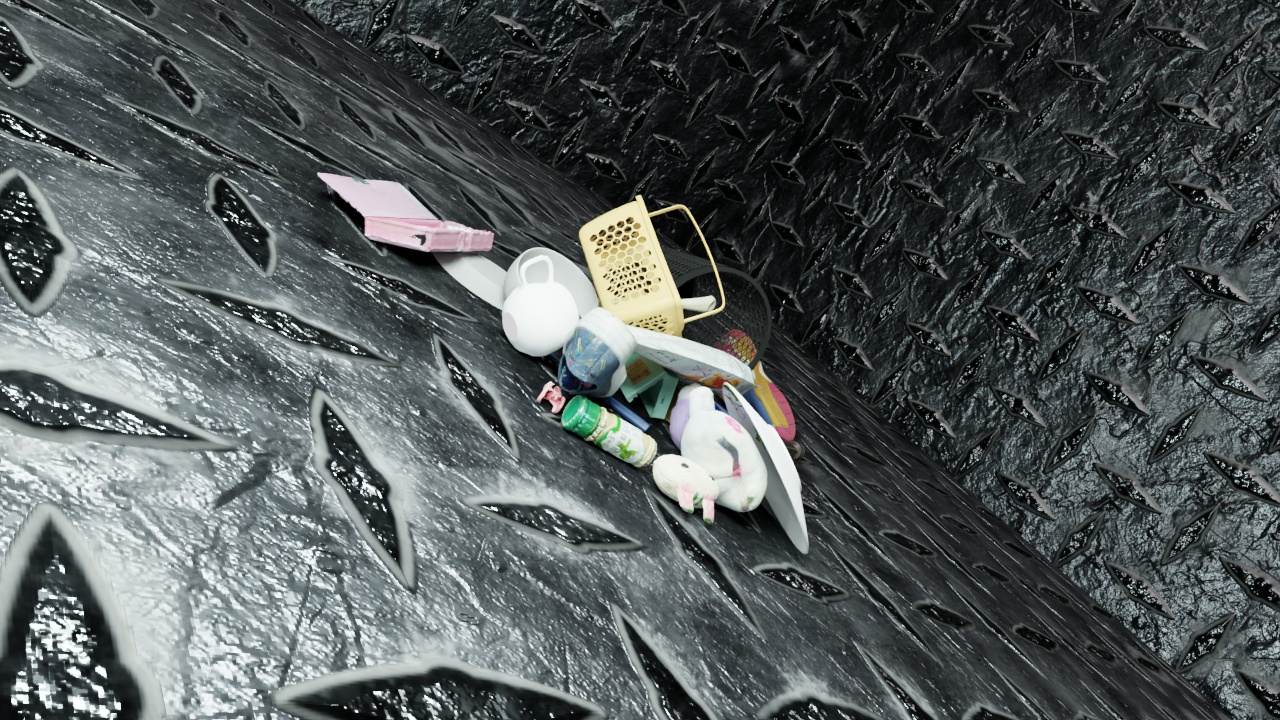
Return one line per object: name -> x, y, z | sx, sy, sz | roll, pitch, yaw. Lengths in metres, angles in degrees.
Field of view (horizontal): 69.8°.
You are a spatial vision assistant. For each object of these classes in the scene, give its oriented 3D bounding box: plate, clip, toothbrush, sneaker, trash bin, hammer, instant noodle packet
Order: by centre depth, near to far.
clip -> -0.103, 0.037, 1.020 | 0.035, 0.022, 0.057 | 32, 7, -11
sneaker -> -0.065, 0.008, 1.041 | 0.087, 0.079, 0.236 | 41, -15, 2
plate -> 0.164, 0.126, 1.128 | 0.229, 0.030, 0.229 | 154, -88, -87
toothbrush -> -0.064, 0.027, 1.172 | 0.190, 0.017, 0.016 | 38, 14, 7
instant noodle packet -> 0.039, -0.007, 1.185 | 0.147, 0.057, 0.268 | 23, 3, 42
plate -> -0.213, -0.117, 1.296 | 0.173, 0.019, 0.172 | 35, 12, -9
trash bin -> 0.068, -0.086, 1.565 | 0.217, 0.217, 0.243 | 30, 7, -30
hammer -> 0.149, 0.061, 1.627 | 0.120, 0.033, 0.330 | 19, 20, -52
sneaker -> 0.206, 0.060, 1.711 | 0.116, 0.091, 0.241 | 12, 46, -51

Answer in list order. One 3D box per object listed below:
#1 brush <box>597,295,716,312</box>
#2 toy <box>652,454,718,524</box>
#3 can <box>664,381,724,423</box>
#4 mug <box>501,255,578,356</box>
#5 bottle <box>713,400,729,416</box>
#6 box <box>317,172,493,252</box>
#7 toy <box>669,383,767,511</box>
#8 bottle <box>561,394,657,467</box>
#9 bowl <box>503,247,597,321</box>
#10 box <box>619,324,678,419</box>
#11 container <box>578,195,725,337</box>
brush -> -0.013, -0.082, 1.371 | 0.272, 0.062, 0.077 | -4, 56, -19
toy -> 0.048, 0.134, 1.019 | 0.087, 0.050, 0.112 | 30, 19, -31
can -> 0.069, 0.071, 1.288 | 0.059, 0.054, 0.100 | 15, 24, -44
mug -> -0.126, -0.066, 1.113 | 0.076, 0.124, 0.090 | -18, 29, -33
bottle -> 0.091, 0.076, 1.353 | 0.131, 0.048, 0.048 | 39, 12, 13
box -> -0.309, -0.186, 1.225 | 0.180, 0.055, 0.232 | 28, 11, 7
toy -> 0.087, 0.103, 1.126 | 0.138, 0.085, 0.209 | 61, -1, -14
bottle -> -0.033, 0.079, 1.004 | 0.110, 0.043, 0.042 | 33, 12, -25
bowl -> -0.129, -0.083, 1.250 | 0.131, 0.065, 0.131 | 27, 40, -26
box -> -0.011, 0.005, 1.299 | 0.079, 0.077, 0.188 | 14, 20, -19
container -> 0.018, -0.121, 1.276 | 0.129, 0.167, 0.183 | 76, -5, -64
